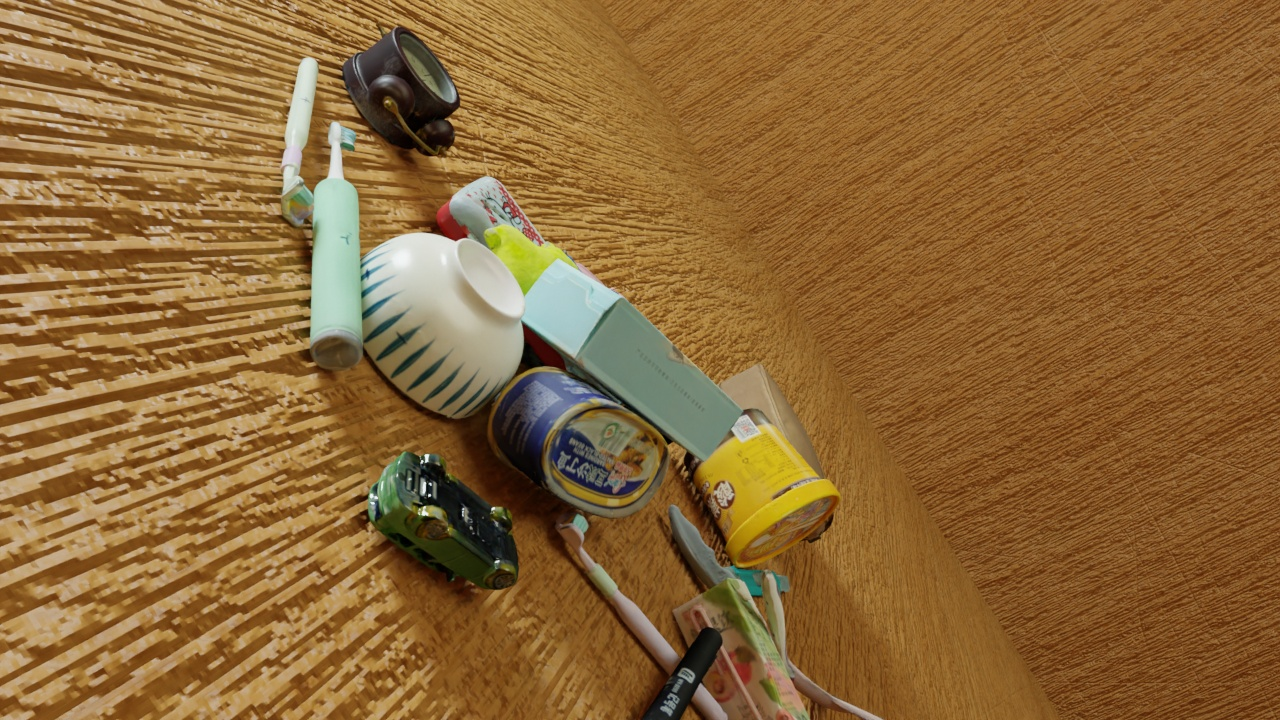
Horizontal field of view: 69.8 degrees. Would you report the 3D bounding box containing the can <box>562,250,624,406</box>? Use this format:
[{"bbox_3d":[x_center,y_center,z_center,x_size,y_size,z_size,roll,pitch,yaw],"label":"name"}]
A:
[{"bbox_3d":[-0.046,-0.024,0.779,0.134,0.053,0.053,54,16,-11],"label":"can"}]

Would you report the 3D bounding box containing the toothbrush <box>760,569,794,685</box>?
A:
[{"bbox_3d":[0.113,0.234,0.693,0.016,0.017,0.188,-135,-151,-64],"label":"toothbrush"}]

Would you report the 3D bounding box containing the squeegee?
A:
[{"bbox_3d":[0.102,0.218,0.750,0.249,0.040,0.248,46,-12,4],"label":"squeegee"}]

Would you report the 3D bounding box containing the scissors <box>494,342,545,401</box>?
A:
[{"bbox_3d":[-0.099,-0.013,0.672,0.177,0.014,0.159,26,35,-60],"label":"scissors"}]

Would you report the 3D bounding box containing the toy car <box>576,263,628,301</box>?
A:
[{"bbox_3d":[-0.034,-0.052,0.906,0.122,0.037,0.056,45,18,-33],"label":"toy car"}]

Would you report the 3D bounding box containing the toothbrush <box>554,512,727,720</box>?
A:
[{"bbox_3d":[0.004,0.175,0.604,0.189,0.021,0.029,55,-5,-16],"label":"toothbrush"}]

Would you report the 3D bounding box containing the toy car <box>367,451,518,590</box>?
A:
[{"bbox_3d":[-0.094,0.082,0.453,0.091,0.036,0.043,44,19,-36],"label":"toy car"}]

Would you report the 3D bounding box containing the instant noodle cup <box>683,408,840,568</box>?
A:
[{"bbox_3d":[0.109,0.117,0.873,0.114,0.118,0.118,57,14,26],"label":"instant noodle cup"}]

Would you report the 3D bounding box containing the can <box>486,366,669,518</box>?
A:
[{"bbox_3d":[-0.035,0.055,0.590,0.049,0.074,0.148,30,-4,32],"label":"can"}]

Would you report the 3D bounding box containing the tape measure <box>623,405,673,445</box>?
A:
[{"bbox_3d":[0.008,0.049,0.838,0.066,0.034,0.065,34,29,-54],"label":"tape measure"}]

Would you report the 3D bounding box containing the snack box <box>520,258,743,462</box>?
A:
[{"bbox_3d":[-0.004,0.004,0.634,0.074,0.051,0.175,35,-5,43],"label":"snack box"}]

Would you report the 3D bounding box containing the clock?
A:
[{"bbox_3d":[-0.182,-0.204,0.713,0.082,0.055,0.121,38,26,-51],"label":"clock"}]

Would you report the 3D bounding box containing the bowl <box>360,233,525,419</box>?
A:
[{"bbox_3d":[-0.112,-0.031,0.553,0.116,0.066,0.116,47,20,-23],"label":"bowl"}]

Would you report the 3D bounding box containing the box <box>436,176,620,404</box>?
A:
[{"bbox_3d":[-0.074,-0.048,0.700,0.201,0.047,0.086,54,21,-12],"label":"box"}]

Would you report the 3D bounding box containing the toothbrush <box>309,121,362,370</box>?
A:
[{"bbox_3d":[-0.178,-0.079,0.536,0.027,0.027,0.224,18,36,-33],"label":"toothbrush"}]

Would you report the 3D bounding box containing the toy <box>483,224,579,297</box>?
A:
[{"bbox_3d":[-0.068,-0.056,0.643,0.096,0.031,0.100,55,25,-6],"label":"toy"}]

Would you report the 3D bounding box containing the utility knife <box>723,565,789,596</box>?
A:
[{"bbox_3d":[0.117,0.212,0.884,0.186,0.013,0.029,27,43,-62],"label":"utility knife"}]

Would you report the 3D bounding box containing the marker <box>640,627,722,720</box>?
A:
[{"bbox_3d":[0.024,0.205,0.569,0.131,0.020,0.022,-29,122,-66],"label":"marker"}]

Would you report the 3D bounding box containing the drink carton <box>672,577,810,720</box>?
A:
[{"bbox_3d":[0.072,0.222,0.656,0.045,0.054,0.122,31,30,-57],"label":"drink carton"}]

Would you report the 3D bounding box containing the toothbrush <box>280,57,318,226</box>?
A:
[{"bbox_3d":[-0.213,-0.147,0.579,0.020,0.029,0.189,3,40,-19],"label":"toothbrush"}]

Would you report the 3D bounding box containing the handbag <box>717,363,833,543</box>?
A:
[{"bbox_3d":[0.145,0.106,1.036,0.148,0.100,0.204,56,14,-33],"label":"handbag"}]
